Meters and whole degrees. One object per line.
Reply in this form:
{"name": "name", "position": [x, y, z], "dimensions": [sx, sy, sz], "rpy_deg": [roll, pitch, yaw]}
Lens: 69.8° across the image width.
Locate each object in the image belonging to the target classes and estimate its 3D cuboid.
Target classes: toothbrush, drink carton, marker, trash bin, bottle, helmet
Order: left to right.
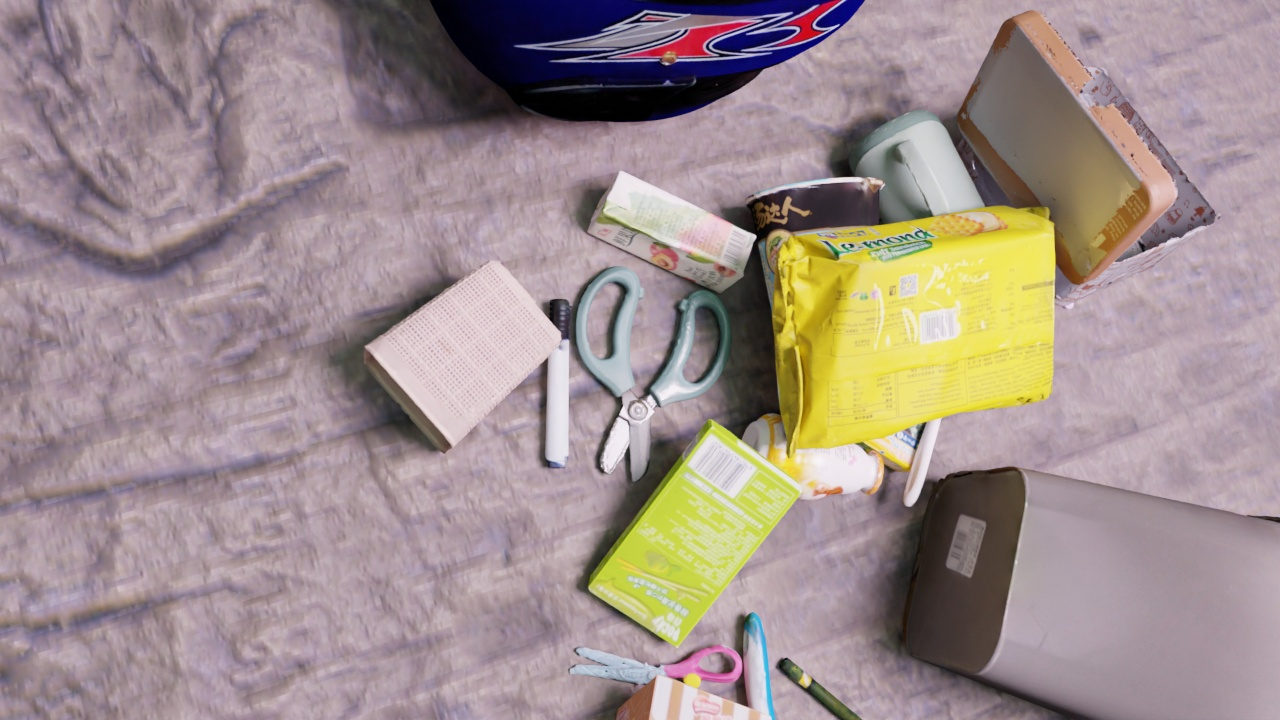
{"name": "marker", "position": [-0.062, 0.018, 0.706], "dimensions": [0.022, 0.018, 0.130], "rpy_deg": [8, 80, -52]}
{"name": "helmet", "position": [0.006, -0.286, 0.642], "dimensions": [0.315, 0.240, 0.247], "rpy_deg": [5, 81, -2]}
{"name": "drink carton", "position": [0.025, -0.102, 0.725], "dimensions": [0.122, 0.054, 0.045], "rpy_deg": [24, 73, -10]}
{"name": "bottle", "position": [0.135, 0.080, 0.723], "dimensions": [0.108, 0.063, 0.063], "rpy_deg": [12, 80, -12]}
{"name": "toothbrush", "position": [0.184, 0.295, 0.734], "dimensions": [0.186, 0.012, 0.017], "rpy_deg": [40, 69, -6]}
{"name": "toothbrush", "position": [0.247, 0.036, 0.750], "dimensions": [0.016, 0.016, 0.180], "rpy_deg": [26, 77, -16]}
{"name": "trash bin", "position": [0.344, 0.185, 0.704], "dimensions": [0.220, 0.199, 0.198], "rpy_deg": [18, 77, -4]}

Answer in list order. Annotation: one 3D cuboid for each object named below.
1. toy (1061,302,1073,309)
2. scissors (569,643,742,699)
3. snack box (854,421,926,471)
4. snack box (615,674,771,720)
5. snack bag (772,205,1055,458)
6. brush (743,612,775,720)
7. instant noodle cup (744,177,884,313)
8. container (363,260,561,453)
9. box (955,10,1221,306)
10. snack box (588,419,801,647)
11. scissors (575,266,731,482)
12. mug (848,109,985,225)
{"name": "toy", "position": [0.322, -0.070, 0.803], "dimensions": [0.108, 0.039, 0.084], "rpy_deg": [-19, 84, -16]}
{"name": "scissors", "position": [0.009, 0.248, 0.697], "dimensions": [0.137, 0.017, 0.072], "rpy_deg": [7, 91, -9]}
{"name": "snack box", "position": [0.216, 0.013, 0.770], "dimensions": [0.087, 0.034, 0.140], "rpy_deg": [31, 75, -8]}
{"name": "snack box", "position": [0.030, 0.291, 0.644], "dimensions": [0.092, 0.077, 0.094], "rpy_deg": [23, 46, -10]}
{"name": "snack bag", "position": [0.208, -0.025, 0.677], "dimensions": [0.246, 0.068, 0.158], "rpy_deg": [-11, 106, -20]}
{"name": "brush", "position": [0.125, 0.355, 0.693], "dimensions": [0.109, 0.061, 0.314], "rpy_deg": [6, 79, -10]}
{"name": "instant noodle cup", "position": [0.144, -0.075, 0.730], "dimensions": [0.111, 0.111, 0.120], "rpy_deg": [-5, 90, -15]}
{"name": "container", "position": [-0.125, -0.005, 0.658], "dimensions": [0.110, 0.090, 0.090], "rpy_deg": [-42, 94, -18]}
{"name": "box", "position": [0.367, -0.167, 0.730], "dimensions": [0.157, 0.218, 0.180], "rpy_deg": [-24, 70, -8]}
{"name": "snack box", "position": [0.039, 0.130, 0.682], "dimensions": [0.086, 0.026, 0.156], "rpy_deg": [35, 100, -6]}
{"name": "scissors", "position": [-0.011, 0.005, 0.721], "dimensions": [0.161, 0.019, 0.179], "rpy_deg": [31, 78, -9]}
{"name": "mug", "position": [0.226, -0.146, 0.752], "dimensions": [0.082, 0.111, 0.106], "rpy_deg": [-26, 87, 13]}
